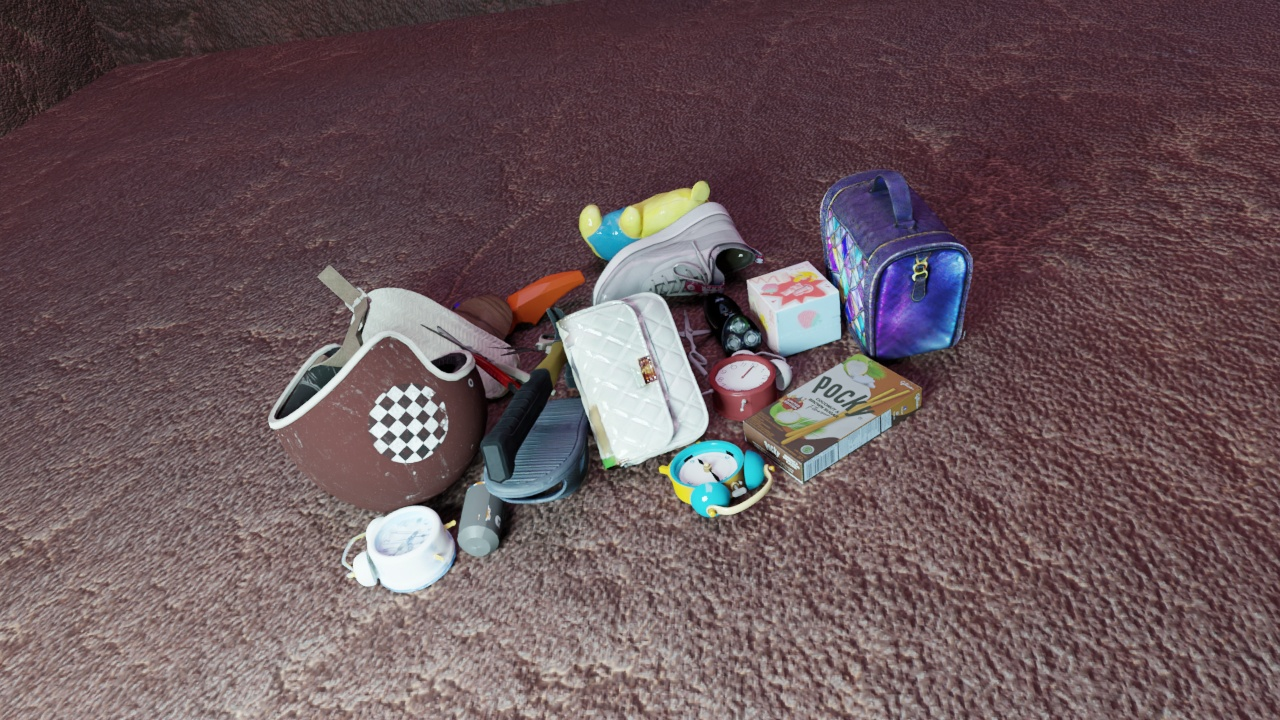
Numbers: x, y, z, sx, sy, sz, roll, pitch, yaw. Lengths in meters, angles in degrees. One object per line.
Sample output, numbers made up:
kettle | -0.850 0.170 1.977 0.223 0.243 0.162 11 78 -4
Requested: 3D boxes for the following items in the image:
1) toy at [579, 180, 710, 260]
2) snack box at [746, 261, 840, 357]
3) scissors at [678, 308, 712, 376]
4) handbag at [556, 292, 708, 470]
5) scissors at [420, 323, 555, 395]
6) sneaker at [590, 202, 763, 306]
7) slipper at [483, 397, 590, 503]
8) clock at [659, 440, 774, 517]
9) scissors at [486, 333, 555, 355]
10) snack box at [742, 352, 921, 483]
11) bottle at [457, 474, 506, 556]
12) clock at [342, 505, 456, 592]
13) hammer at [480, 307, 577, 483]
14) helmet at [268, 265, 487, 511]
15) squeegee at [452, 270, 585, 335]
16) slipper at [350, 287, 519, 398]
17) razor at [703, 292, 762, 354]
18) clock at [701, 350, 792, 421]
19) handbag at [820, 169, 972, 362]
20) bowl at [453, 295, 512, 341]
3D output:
toy | 0.013 -0.213 1.446 0.214 0.084 0.149 -10 -5 8
snack box | 0.204 -0.069 1.224 0.093 0.080 0.094 -18 37 -9
scissors | 0.068 -0.027 1.210 0.141 0.014 0.165 11 32 -40
handbag | -0.007 0.019 1.080 0.138 0.072 0.194 -19 78 -9
scissors | -0.182 0.008 1.170 0.199 0.179 0.015 34 96 39
sneaker | 0.053 -0.125 1.340 0.262 0.097 0.128 -32 54 -17
slipper | -0.102 0.117 1.063 0.101 0.082 0.263 -5 16 10
clock | 0.085 0.129 1.019 0.099 0.044 0.130 -32 33 -26
scissors | -0.125 -0.015 1.240 0.153 0.013 0.163 15 15 3
snack box | 0.225 0.063 1.077 0.185 0.032 0.101 -28 39 -22
bottle | -0.176 0.169 1.030 0.047 0.047 0.112 -8 36 5
clock | -0.265 0.206 1.002 0.125 0.052 0.088 -8 37 10
hammer | -0.118 0.034 1.042 0.025 0.118 0.332 -6 20 12
helmet | -0.303 0.045 1.061 0.234 0.253 0.233 -6 43 54
squeegee | -0.166 -0.082 1.364 0.184 0.055 0.249 -31 39 -13
slipper | -0.283 -0.019 1.276 0.263 0.052 0.115 22 86 17
razor | 0.119 -0.057 1.244 0.053 0.064 0.140 -16 37 -8
clock | 0.134 0.026 1.143 0.087 0.044 0.124 18 46 34
handbag | 0.317 -0.131 1.156 0.125 0.222 0.204 -12 36 -1
bowl | -0.244 -0.052 1.326 0.119 0.032 0.119 -16 51 21
